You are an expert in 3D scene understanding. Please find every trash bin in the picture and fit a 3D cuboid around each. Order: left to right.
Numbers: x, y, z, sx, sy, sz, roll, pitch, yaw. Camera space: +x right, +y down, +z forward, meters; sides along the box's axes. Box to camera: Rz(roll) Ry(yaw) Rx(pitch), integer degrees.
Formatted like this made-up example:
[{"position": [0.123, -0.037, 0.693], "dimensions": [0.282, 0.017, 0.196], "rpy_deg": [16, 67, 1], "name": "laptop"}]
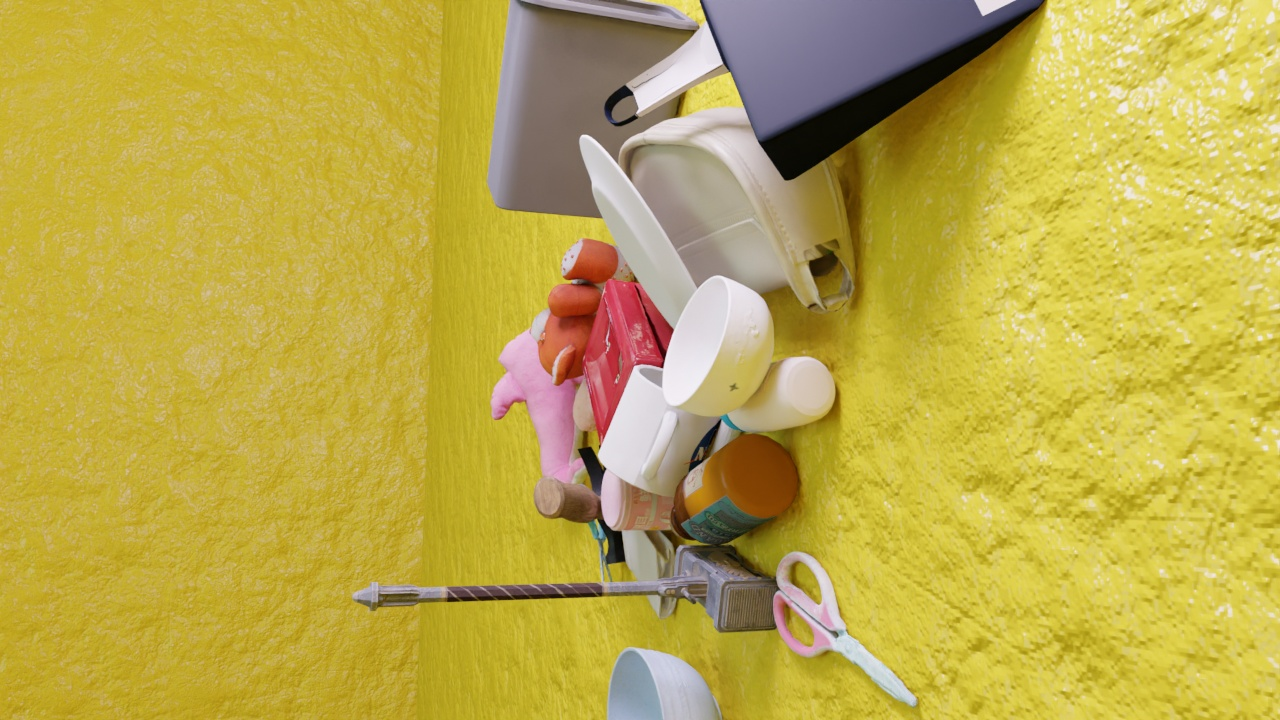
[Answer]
[{"position": [-0.059, -0.275, 0.992], "dimensions": [0.097, 0.191, 0.220], "rpy_deg": [-117, 35, -54], "name": "trash bin"}]

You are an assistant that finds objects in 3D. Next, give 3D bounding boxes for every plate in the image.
[{"position": [0.005, -0.091, 0.826], "dimensions": [0.242, 0.016, 0.242], "rpy_deg": [58, 176, 5], "name": "plate"}]

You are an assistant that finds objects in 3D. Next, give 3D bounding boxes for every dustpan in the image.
[{"position": [0.082, -0.240, 0.608], "dimensions": [0.080, 0.274, 0.236], "rpy_deg": [28, -138, -65], "name": "dustpan"}]

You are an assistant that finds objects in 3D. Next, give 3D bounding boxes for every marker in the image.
[{"position": [0.078, 0.064, 0.811], "dimensions": [0.019, 0.019, 0.146], "rpy_deg": [-115, 35, -52], "name": "marker"}]

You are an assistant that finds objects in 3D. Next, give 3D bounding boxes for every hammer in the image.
[{"position": [-0.055, 0.179, 0.715], "dimensions": [0.098, 0.321, 0.044], "rpy_deg": [-161, 76, -69], "name": "hammer"}, {"position": [-0.056, 0.141, 0.930], "dimensions": [0.305, 0.040, 0.132], "rpy_deg": [52, -152, -76], "name": "hammer"}]

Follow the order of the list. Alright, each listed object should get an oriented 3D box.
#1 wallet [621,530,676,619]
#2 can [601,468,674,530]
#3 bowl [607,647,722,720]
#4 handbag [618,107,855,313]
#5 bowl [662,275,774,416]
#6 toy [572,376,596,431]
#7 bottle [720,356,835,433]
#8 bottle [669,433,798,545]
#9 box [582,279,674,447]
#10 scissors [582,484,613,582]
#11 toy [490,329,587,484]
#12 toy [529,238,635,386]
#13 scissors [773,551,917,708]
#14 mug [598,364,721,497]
[{"position": [0.011, 0.206, 0.960], "dimensions": [0.116, 0.032, 0.086], "rpy_deg": [-136, 41, -61], "name": "wallet"}, {"position": [0.006, 0.135, 0.911], "dimensions": [0.067, 0.076, 0.067], "rpy_deg": [-177, 91, -70], "name": "can"}, {"position": [0.028, 0.333, 0.824], "dimensions": [0.151, 0.074, 0.150], "rpy_deg": [-178, 90, -70], "name": "bowl"}, {"position": [0.093, -0.125, 0.742], "dimensions": [0.184, 0.131, 0.229], "rpy_deg": [69, 164, -6], "name": "handbag"}, {"position": [0.062, -0.007, 0.685], "dimensions": [0.105, 0.054, 0.104], "rpy_deg": [-55, 24, 39], "name": "bowl"}, {"position": [-0.050, 0.031, 1.121], "dimensions": [0.109, 0.053, 0.105], "rpy_deg": [129, 151, -58], "name": "toy"}, {"position": [0.096, 0.031, 0.722], "dimensions": [0.146, 0.051, 0.051], "rpy_deg": [154, 117, -67], "name": "bottle"}, {"position": [0.066, 0.117, 0.766], "dimensions": [0.157, 0.067, 0.067], "rpy_deg": [131, 138, -58], "name": "bottle"}, {"position": [-0.008, 0.004, 0.958], "dimensions": [0.158, 0.086, 0.129], "rpy_deg": [-110, 30, -49], "name": "box"}, {"position": [-0.048, 0.204, 1.085], "dimensions": [0.125, 0.015, 0.136], "rpy_deg": [-46, -55, -79], "name": "scissors"}, {"position": [-0.135, 0.057, 1.236], "dimensions": [0.187, 0.127, 0.265], "rpy_deg": [147, 118, -61], "name": "toy"}, {"position": [-0.072, -0.058, 1.076], "dimensions": [0.163, 0.093, 0.172], "rpy_deg": [-25, -42, -84], "name": "toy"}, {"position": [0.138, 0.191, 0.638], "dimensions": [0.174, 0.017, 0.076], "rpy_deg": [-149, 66, -68], "name": "scissors"}, {"position": [0.018, 0.066, 0.824], "dimensions": [0.121, 0.091, 0.090], "rpy_deg": [-66, -1, -78], "name": "mug"}]
